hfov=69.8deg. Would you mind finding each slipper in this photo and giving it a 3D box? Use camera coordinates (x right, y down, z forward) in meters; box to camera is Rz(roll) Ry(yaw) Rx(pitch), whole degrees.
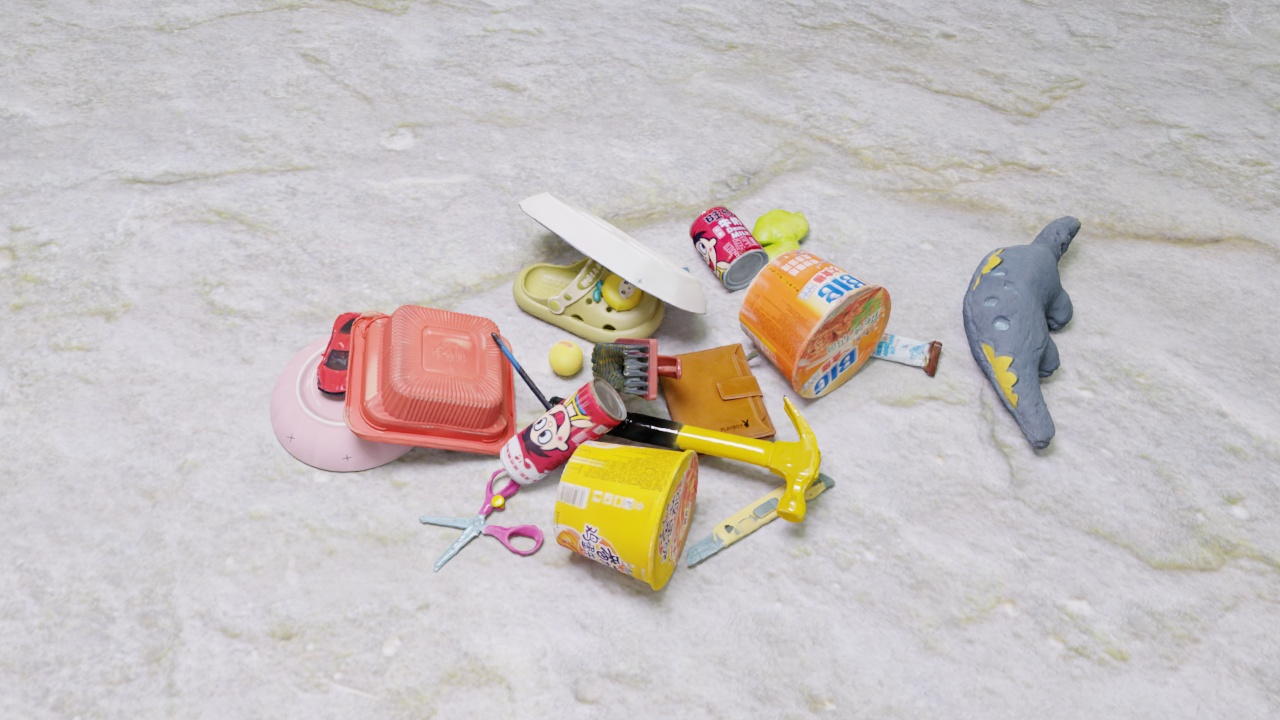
[{"bbox_3d":[-0.066,-0.081,1.092,0.191,0.082,0.091,16,57,13],"label":"slipper"}]

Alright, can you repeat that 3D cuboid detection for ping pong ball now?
[{"bbox_3d":[-0.086,-0.003,1.056,0.040,0.040,0.040,1,53,-2],"label":"ping pong ball"}]

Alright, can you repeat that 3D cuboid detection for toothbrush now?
[{"bbox_3d":[-0.102,0.045,0.987,0.016,0.014,0.189,-37,91,-27],"label":"toothbrush"}]

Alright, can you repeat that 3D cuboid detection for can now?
[{"bbox_3d":[0.109,-0.143,1.153,0.066,0.067,0.093,-22,57,-18],"label":"can"},{"bbox_3d":[-0.081,0.075,0.949,0.133,0.053,0.053,-36,54,19],"label":"can"}]

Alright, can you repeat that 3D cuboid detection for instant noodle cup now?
[{"bbox_3d":[-0.217,0.011,0.985,0.188,0.079,0.164,8,52,-25],"label":"instant noodle cup"},{"bbox_3d":[0.192,-0.049,1.043,0.151,0.152,0.111,-30,52,-23],"label":"instant noodle cup"},{"bbox_3d":[-0.015,0.144,0.900,0.110,0.138,0.137,12,53,18],"label":"instant noodle cup"}]

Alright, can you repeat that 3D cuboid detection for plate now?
[{"bbox_3d":[-0.029,-0.134,1.086,0.266,0.161,0.034,35,102,29],"label":"plate"},{"bbox_3d":[-0.317,0.032,1.022,0.192,0.039,0.192,1,53,-2],"label":"plate"}]

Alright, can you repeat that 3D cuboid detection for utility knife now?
[{"bbox_3d":[0.124,0.163,0.961,0.190,0.020,0.031,-29,54,-17],"label":"utility knife"}]

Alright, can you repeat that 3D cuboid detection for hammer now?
[{"bbox_3d":[0.042,0.080,0.977,0.301,0.033,0.128,10,61,16],"label":"hammer"}]

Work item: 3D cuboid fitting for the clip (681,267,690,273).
[{"bbox_3d":[0.057,-0.088,1.139,0.026,0.043,0.058,-10,62,-15],"label":"clip"}]

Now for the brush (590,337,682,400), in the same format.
[{"bbox_3d":[-0.006,0.006,1.006,0.069,0.146,0.063,0,93,-19],"label":"brush"}]

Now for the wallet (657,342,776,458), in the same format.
[{"bbox_3d":[0.089,0.043,1.038,0.119,0.035,0.130,-14,55,-5],"label":"wallet"}]

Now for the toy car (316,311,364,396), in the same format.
[{"bbox_3d":[-0.323,-0.009,1.008,0.049,0.031,0.106,6,55,3],"label":"toy car"}]

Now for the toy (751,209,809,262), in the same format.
[{"bbox_3d":[0.179,-0.160,1.191,0.096,0.031,0.100,-14,56,-10],"label":"toy"}]

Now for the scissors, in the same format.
[{"bbox_3d":[-0.158,0.170,0.941,0.130,0.017,0.133,34,64,18],"label":"scissors"}]

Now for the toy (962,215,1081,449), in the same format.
[{"bbox_3d":[0.455,-0.062,1.094,0.138,0.092,0.355,26,58,1],"label":"toy"}]

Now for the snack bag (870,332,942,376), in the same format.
[{"bbox_3d":[0.304,-0.015,1.091,0.104,0.026,0.048,17,68,11],"label":"snack bag"}]
